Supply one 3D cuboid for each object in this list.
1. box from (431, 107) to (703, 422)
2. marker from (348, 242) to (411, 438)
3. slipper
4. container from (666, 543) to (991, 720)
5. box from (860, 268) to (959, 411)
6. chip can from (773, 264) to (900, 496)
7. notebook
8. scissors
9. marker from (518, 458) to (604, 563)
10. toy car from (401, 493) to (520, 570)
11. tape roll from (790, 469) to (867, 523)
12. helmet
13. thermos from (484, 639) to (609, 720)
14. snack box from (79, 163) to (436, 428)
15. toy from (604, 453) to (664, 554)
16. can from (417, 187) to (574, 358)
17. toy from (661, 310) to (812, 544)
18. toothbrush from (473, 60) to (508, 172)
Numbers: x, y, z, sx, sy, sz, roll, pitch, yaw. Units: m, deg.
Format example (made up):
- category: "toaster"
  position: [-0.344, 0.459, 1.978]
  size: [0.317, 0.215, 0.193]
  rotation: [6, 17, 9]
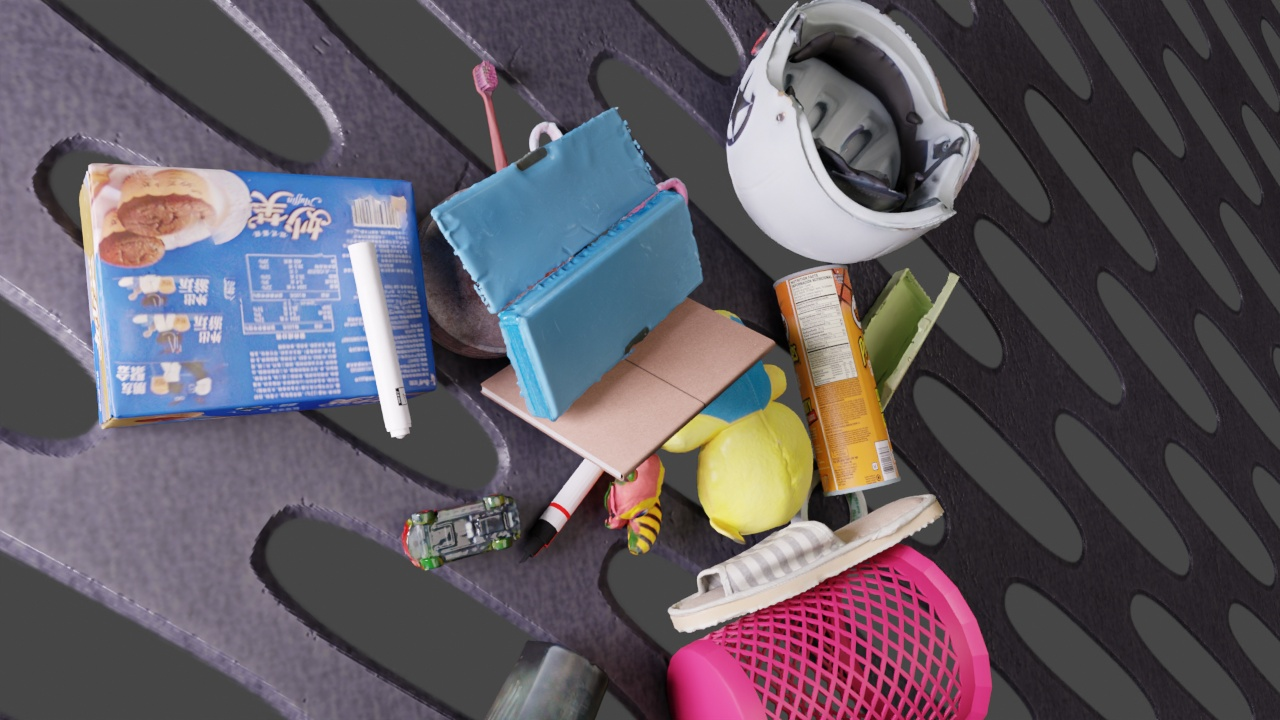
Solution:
- category: "box"
  position: [-0.038, -0.084, 0.710]
  size: [0.230, 0.048, 0.177]
  rotation: [-45, 119, -42]
- category: "marker"
  position: [-0.173, -0.014, 0.616]
  size: [0.020, 0.017, 0.133]
  rotation: [-13, 91, -73]
- category: "slipper"
  position: [0.147, 0.169, 0.815]
  size: [0.272, 0.115, 0.054]
  rotation: [-19, 78, -20]
- category: "container"
  position: [0.151, 0.275, 0.792]
  size: [0.225, 0.184, 0.183]
  rotation: [-11, 89, -28]
- category: "box"
  position: [0.277, -0.018, 0.995]
  size: [0.187, 0.091, 0.077]
  rotation: [-52, 132, -32]
- category: "chip can"
  position: [0.191, 0.020, 0.901]
  size: [0.075, 0.075, 0.215]
  rotation: [-7, 81, -36]
- category: "notebook"
  position: [-0.004, 0.004, 0.743]
  size: [0.208, 0.141, 0.008]
  rotation: [-37, 146, -40]
- category: "scissors"
  position: [-0.028, -0.144, 0.818]
  size: [0.170, 0.013, 0.172]
  rotation: [-38, 99, -35]
- category: "marker"
  position: [-0.056, 0.110, 0.760]
  size: [0.019, 0.019, 0.145]
  rotation: [49, 59, -19]
- category: "toy car"
  position: [-0.135, 0.127, 0.691]
  size: [0.091, 0.036, 0.042]
  rotation: [-11, 89, -36]
- category: "tape roll"
  position: [0.191, 0.156, 0.925]
  size: [0.093, 0.018, 0.093]
  rotation: [7, 78, -33]
- category: "helmet"
  position: [0.185, -0.212, 0.894]
  size: [0.236, 0.164, 0.263]
  rotation: [26, 58, -20]
- category: "thermos"
  position: [-0.097, 0.317, 0.654]
  size: [0.098, 0.098, 0.220]
  rotation: [41, 57, -23]
- category: "snack box"
  position: [-0.252, -0.043, 0.618]
  size: [0.202, 0.069, 0.155]
  rotation: [-5, 86, -36]
- category: "toy"
  position: [-0.003, 0.112, 0.770]
  size: [0.084, 0.046, 0.103]
  rotation: [-69, 157, -51]
- category: "can"
  position: [-0.118, -0.068, 0.719]
  size: [0.129, 0.044, 0.130]
  rotation: [3, 83, -26]
- category: "toy"
  position: [0.086, 0.062, 0.829]
  size: [0.148, 0.084, 0.214]
  rotation: [-31, 99, -30]
- category: "toothbrush"
  position: [-0.112, -0.157, 0.767]
  size: [0.016, 0.017, 0.190]
  rotation: [-11, 89, -36]
